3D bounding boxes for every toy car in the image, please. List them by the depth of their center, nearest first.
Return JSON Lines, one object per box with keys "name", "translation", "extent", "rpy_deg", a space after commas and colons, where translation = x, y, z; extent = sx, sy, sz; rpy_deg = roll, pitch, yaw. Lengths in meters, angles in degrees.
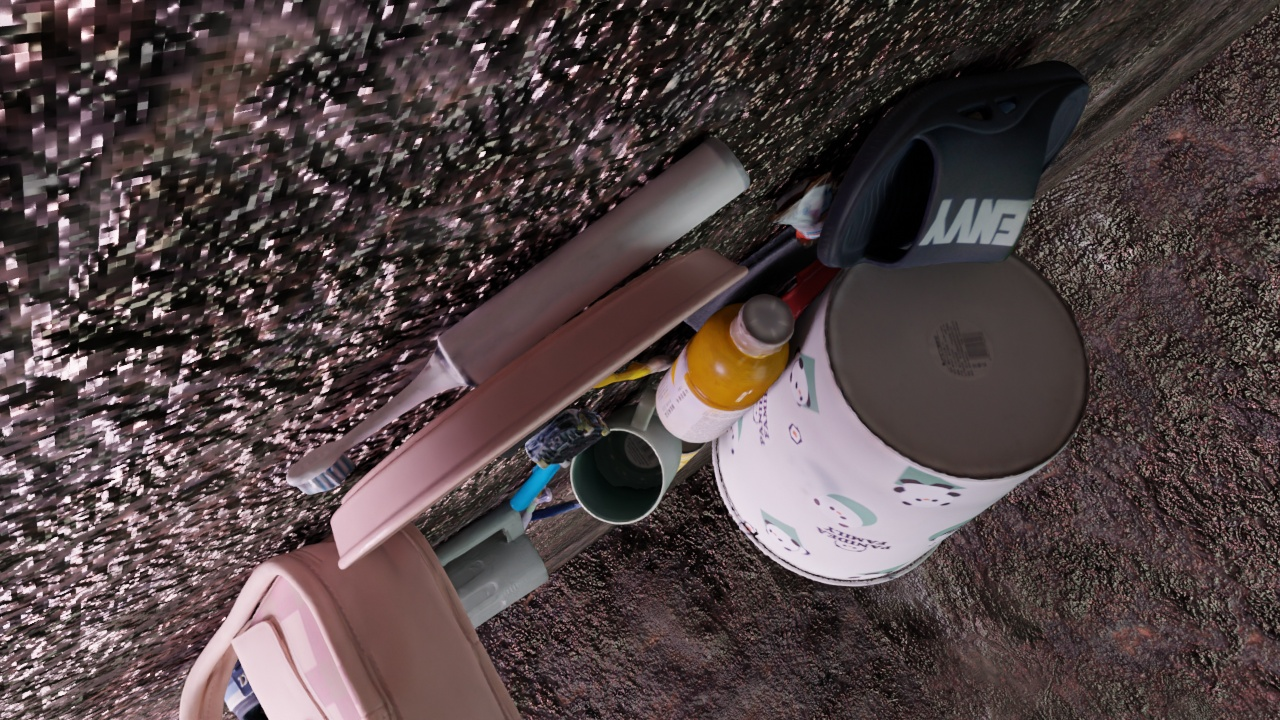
{"name": "toy car", "translation": [-0.055, 0.055, 0.682], "extent": [0.049, 0.031, 0.105], "rpy_deg": [-37, 169, 4]}

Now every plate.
{"name": "plate", "translation": [-0.049, 0.017, 0.433], "extent": [0.229, 0.028, 0.229], "rpy_deg": [-36, -179, 0]}

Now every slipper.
{"name": "slipper", "translation": [0.223, -0.120, 0.579], "extent": [0.267, 0.083, 0.111], "rpy_deg": [-26, 143, -32]}
{"name": "slipper", "translation": [-0.274, 0.273, 0.766], "extent": [0.105, 0.095, 0.253], "rpy_deg": [-31, 165, -20]}

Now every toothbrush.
{"name": "toothbrush", "translation": [-0.051, -0.016, 0.372], "extent": [0.221, 0.026, 0.026], "rpy_deg": [-37, 131, -2]}
{"name": "toothbrush", "translation": [-0.004, 0.004, 0.677], "extent": [0.016, 0.018, 0.191], "rpy_deg": [-37, 173, 16]}
{"name": "toothbrush", "translation": [-0.125, 0.173, 0.967], "extent": [0.190, 0.029, 0.021], "rpy_deg": [120, -8, -55]}

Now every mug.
{"name": "mug", "translation": [-0.004, 0.074, 0.807], "extent": [0.106, 0.082, 0.112], "rpy_deg": [-40, 150, -74]}
{"name": "mug", "translation": [-0.159, 0.201, 0.905], "extent": [0.103, 0.083, 0.124], "rpy_deg": [-32, 143, -21]}

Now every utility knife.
{"name": "utility knife", "translation": [-0.074, 0.085, 0.796], "extent": [0.034, 0.018, 0.192], "rpy_deg": [-50, 180, -41]}

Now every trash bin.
{"name": "trash bin", "translation": [0.191, 0.039, 0.711], "extent": [0.229, 0.229, 0.252], "rpy_deg": [-34, 165, -18]}

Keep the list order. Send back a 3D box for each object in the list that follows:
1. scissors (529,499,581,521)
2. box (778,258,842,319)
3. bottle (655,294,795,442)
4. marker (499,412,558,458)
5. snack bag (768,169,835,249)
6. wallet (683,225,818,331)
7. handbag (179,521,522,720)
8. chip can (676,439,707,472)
{"name": "scissors", "translation": [-0.071, 0.162, 1.038], "extent": [0.175, 0.012, 0.163], "rpy_deg": [-13, 173, -18]}
{"name": "box", "translation": [0.194, -0.083, 0.861], "extent": [0.202, 0.060, 0.160], "rpy_deg": [-41, 173, 30]}
{"name": "bottle", "translation": [0.062, 0.007, 0.677], "extent": [0.067, 0.068, 0.190], "rpy_deg": [-33, 170, -22]}
{"name": "marker", "translation": [-0.046, 0.015, 0.562], "extent": [0.132, 0.020, 0.022], "rpy_deg": [-41, 153, 22]}
{"name": "snack bag", "translation": [0.104, -0.093, 0.559], "extent": [0.045, 0.026, 0.105], "rpy_deg": [-36, 169, 16]}
{"name": "wallet", "translation": [0.083, -0.062, 0.666], "extent": [0.121, 0.019, 0.097], "rpy_deg": [-36, 168, 6]}
{"name": "handbag", "translation": [-0.193, 0.217, 0.545], "extent": [0.235, 0.193, 0.093], "rpy_deg": [-31, 172, 29]}
{"name": "chip can", "translation": [0.018, 0.107, 1.060], "extent": [0.072, 0.072, 0.214], "rpy_deg": [-32, 170, -25]}
